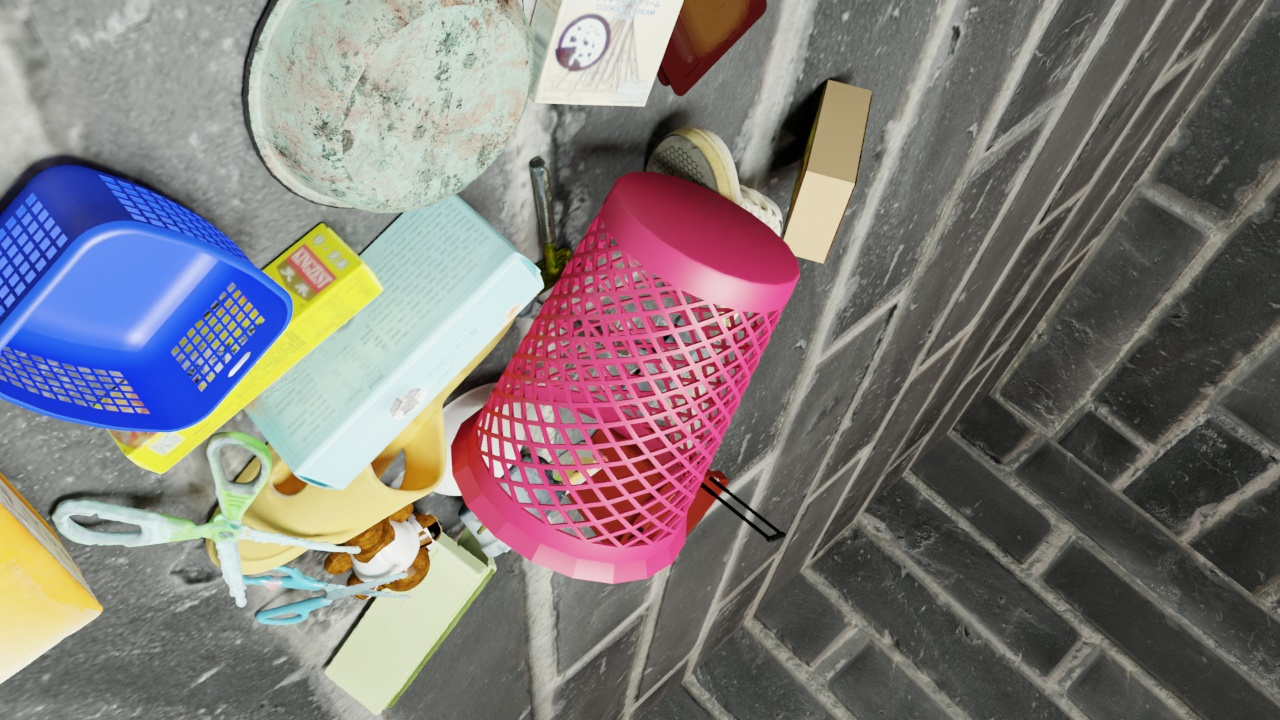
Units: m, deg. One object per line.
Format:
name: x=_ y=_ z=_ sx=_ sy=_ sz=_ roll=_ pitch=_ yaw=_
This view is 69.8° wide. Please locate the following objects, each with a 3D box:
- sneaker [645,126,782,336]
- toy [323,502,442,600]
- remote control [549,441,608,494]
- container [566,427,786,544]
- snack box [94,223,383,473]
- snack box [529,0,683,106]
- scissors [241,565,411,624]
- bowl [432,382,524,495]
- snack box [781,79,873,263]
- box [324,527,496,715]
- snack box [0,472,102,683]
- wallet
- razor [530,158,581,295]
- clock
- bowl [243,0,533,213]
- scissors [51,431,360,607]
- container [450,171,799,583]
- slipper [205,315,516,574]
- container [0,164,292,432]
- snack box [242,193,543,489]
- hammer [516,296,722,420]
sneaker: x=0.072 y=-0.108 z=0.729 sx=0.102 sy=0.089 sz=0.242 roll=-40 pitch=158 yaw=-13
toy: x=-0.199 y=0.144 z=0.711 sx=0.087 sy=0.067 sz=0.113 roll=-41 pitch=147 yaw=-14
remote control: x=-0.086 y=0.119 z=0.886 sx=0.125 sy=0.038 sz=0.018 roll=-34 pitch=132 yaw=-29
container: x=0.032 y=0.159 z=0.948 sx=0.127 sy=0.201 sz=0.148 roll=-54 pitch=156 yaw=16
snack box: x=-0.205 y=-0.007 z=0.474 sx=0.148 sy=0.040 sz=0.029 roll=-43 pitch=157 yaw=-11
snack box: x=-0.010 y=-0.208 z=0.489 sx=0.081 sy=0.026 sz=0.150 roll=-11 pitch=140 yaw=-37
scissors: x=-0.242 y=0.177 z=0.682 sx=0.136 sy=0.015 sz=0.126 roll=20 pitch=135 yaw=-28
bowl: x=-0.129 y=0.073 z=0.734 sx=0.109 sy=0.040 sz=0.110 roll=-38 pitch=155 yaw=-21
snack box: x=0.157 y=-0.160 z=0.775 sx=0.088 sy=0.040 sz=0.125 roll=101 pitch=7 yaw=-52
box: x=-0.203 y=0.234 z=0.830 sx=0.188 sy=0.077 sz=0.089 roll=-52 pitch=157 yaw=15
snack box: x=-0.330 y=0.094 z=0.367 sx=0.144 sy=0.080 sz=0.196 roll=-35 pitch=155 yaw=-28
wallet: x=0.035 y=-0.228 z=0.565 sx=0.091 sy=0.018 sz=0.115 roll=-46 pitch=155 yaw=-1
razor: x=-0.062 y=-0.091 z=0.612 sx=0.042 sy=0.026 sz=0.106 roll=-35 pitch=150 yaw=-22
clock: x=-0.112 y=0.124 z=0.803 sx=0.090 sy=0.052 sz=0.129 roll=-40 pitch=-175 yaw=-5
bowl: x=-0.108 y=-0.130 z=0.444 sx=0.157 sy=0.038 sz=0.158 roll=-38 pitch=155 yaw=-21
scissors: x=-0.246 y=0.097 z=0.529 sx=0.168 sy=0.023 sz=0.172 roll=-7 pitch=136 yaw=-25
container: x=-0.004 y=0.003 z=0.616 sx=0.182 sy=0.183 sz=0.226 roll=-16 pitch=141 yaw=-51
slipper: x=-0.165 y=0.053 z=0.597 sx=0.263 sy=0.078 sz=0.099 roll=-49 pitch=160 yaw=5
container: x=-0.221 y=-0.026 z=0.392 sx=0.096 sy=0.058 sz=0.114 roll=-48 pitch=157 yaw=2
snack box: x=-0.144 y=-0.014 z=0.525 sx=0.174 sy=0.075 sz=0.053 roll=-46 pitch=156 yaw=-3
hammer: x=-0.022 y=-0.014 z=0.787 sx=0.098 sy=0.044 sz=0.321 roll=-50 pitch=155 yaw=8
